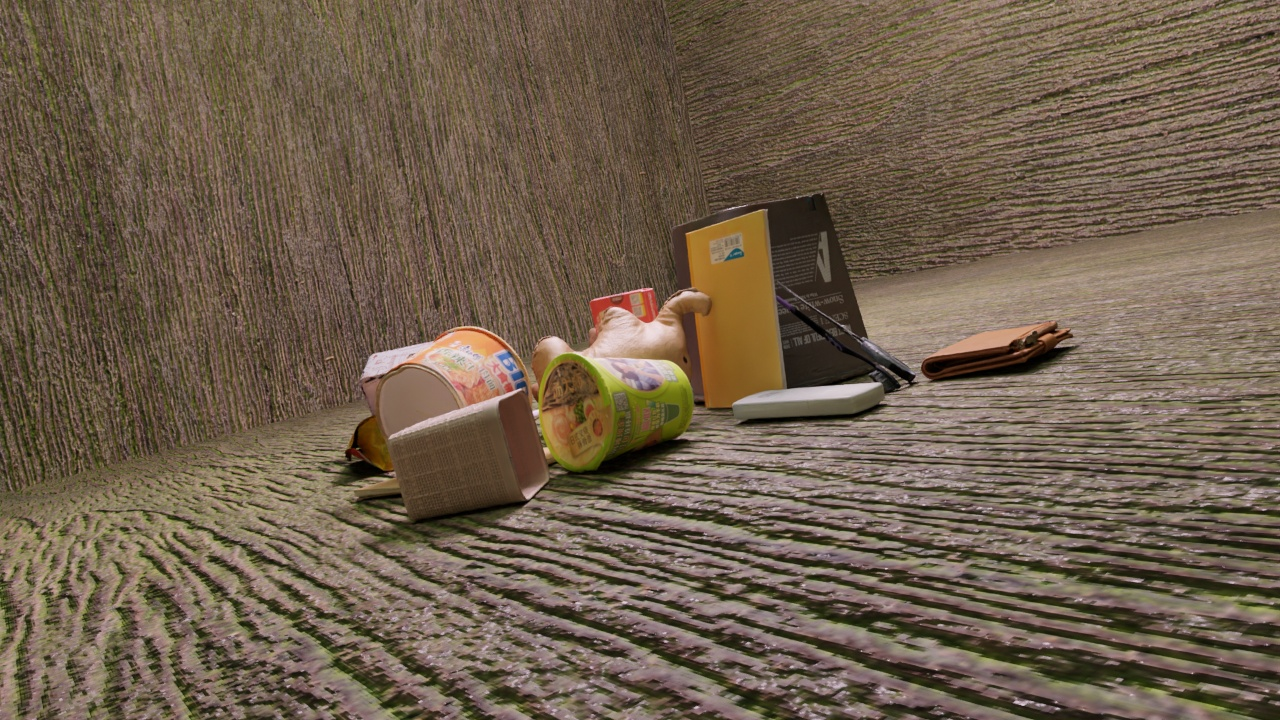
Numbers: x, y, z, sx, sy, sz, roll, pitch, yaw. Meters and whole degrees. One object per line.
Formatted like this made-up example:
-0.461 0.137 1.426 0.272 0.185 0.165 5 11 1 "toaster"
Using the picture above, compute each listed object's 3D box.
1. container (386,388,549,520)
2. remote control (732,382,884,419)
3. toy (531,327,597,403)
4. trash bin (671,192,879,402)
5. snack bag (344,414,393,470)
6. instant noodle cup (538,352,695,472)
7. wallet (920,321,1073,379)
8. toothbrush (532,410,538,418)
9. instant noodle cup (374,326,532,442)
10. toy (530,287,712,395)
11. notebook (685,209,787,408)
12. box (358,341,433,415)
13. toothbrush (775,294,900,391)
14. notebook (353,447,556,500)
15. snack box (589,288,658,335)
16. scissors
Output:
-0.153 0.085 0.815 0.111 0.090 0.089 -15 4 11 "container"
0.159 0.041 0.888 0.058 0.021 0.150 -17 6 -42 "remote control"
-0.039 0.011 1.164 0.199 0.130 0.140 -15 -26 -22 "toy"
0.150 -0.074 1.109 0.198 0.220 0.199 -13 5 -28 "trash bin"
-0.340 0.112 1.244 0.128 0.073 0.208 -14 -2 -14 "snack bag"
-0.016 0.044 0.881 0.123 0.111 0.112 -6 -1 -41 "instant noodle cup"
0.361 -0.012 0.927 0.108 0.031 0.131 -12 4 45 "wallet"
-0.141 0.071 1.387 0.020 0.029 0.189 34 23 18 "toothbrush"
-0.212 0.047 1.013 0.152 0.151 0.111 -10 10 27 "instant noodle cup"
-0.006 0.006 0.996 0.225 0.143 0.083 -27 -1 -25 "toy"
0.103 -0.050 1.007 0.010 0.206 0.146 -7 1 -31 "notebook"
-0.321 0.030 1.453 0.181 0.158 0.205 -12 24 7 "box"
0.194 -0.024 0.956 0.016 0.189 0.014 -42 -33 -11 "toothbrush"
-0.180 0.117 0.980 0.212 0.012 0.149 -10 4 35 "notebook"
-0.007 -0.003 1.073 0.075 0.153 0.025 -10 5 31 "snack box"
0.219 -0.029 0.959 0.163 0.014 0.165 27 15 -38 "scissors"
